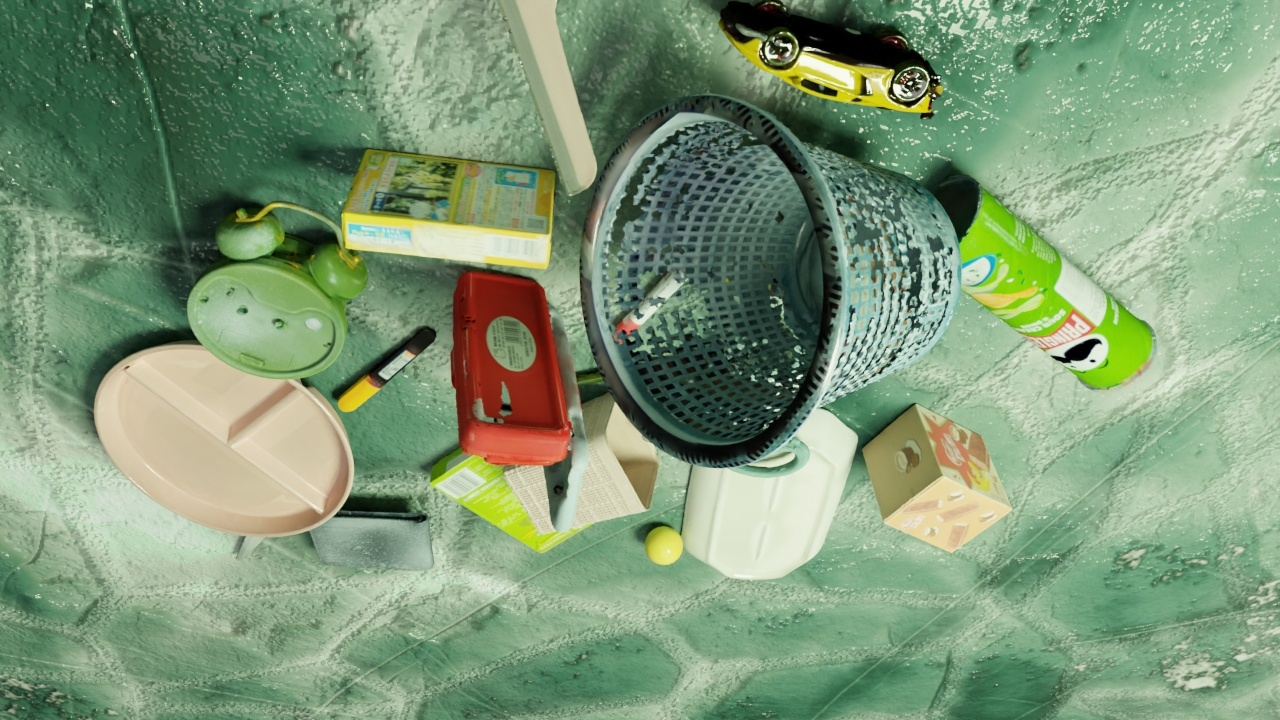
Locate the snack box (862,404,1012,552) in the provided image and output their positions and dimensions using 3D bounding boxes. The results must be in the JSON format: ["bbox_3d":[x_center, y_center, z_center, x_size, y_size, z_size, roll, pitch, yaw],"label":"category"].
[{"bbox_3d":[0.279,0.112,0.869,0.094,0.092,0.077,25,127,-23],"label":"snack box"}]

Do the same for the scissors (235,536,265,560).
[{"bbox_3d":[-0.354,0.146,0.920,0.233,0.021,0.221,11,131,-14],"label":"scissors"}]

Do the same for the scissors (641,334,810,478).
[{"bbox_3d":[0.089,0.035,0.810,0.170,0.019,0.181,20,122,-10],"label":"scissors"}]

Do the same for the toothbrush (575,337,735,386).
[{"bbox_3d":[-0.005,0.005,0.812,0.186,0.012,0.017,-12,126,8],"label":"toothbrush"}]

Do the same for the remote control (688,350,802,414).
[{"bbox_3d":[0.106,0.024,0.828,0.150,0.021,0.058,-14,132,9],"label":"remote control"}]

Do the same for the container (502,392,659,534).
[{"bbox_3d":[-0.054,0.095,0.834,0.111,0.090,0.090,-20,114,19],"label":"container"}]

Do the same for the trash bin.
[{"bbox_3d":[0.101,-0.055,0.621,0.194,0.226,0.227,-8,143,-41],"label":"trash bin"}]

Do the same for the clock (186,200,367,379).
[{"bbox_3d":[-0.279,-0.056,0.713,0.116,0.056,0.162,21,129,-22],"label":"clock"}]

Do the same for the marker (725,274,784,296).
[{"bbox_3d":[0.118,-0.059,0.756,0.124,0.015,0.018,4,136,-9],"label":"marker"}]

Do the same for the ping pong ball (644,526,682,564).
[{"bbox_3d":[0.025,0.196,0.971,0.040,0.040,0.040,-1,133,-2],"label":"ping pong ball"}]

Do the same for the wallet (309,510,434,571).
[{"bbox_3d":[-0.274,0.182,0.937,0.121,0.019,0.097,3,138,-5],"label":"wallet"}]

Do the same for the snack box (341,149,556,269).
[{"bbox_3d":[-0.132,-0.108,0.650,0.140,0.086,0.034,6,132,-9],"label":"snack box"}]

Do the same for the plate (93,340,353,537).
[{"bbox_3d":[-0.371,0.073,0.831,0.229,0.028,0.230,2,127,2],"label":"plate"}]

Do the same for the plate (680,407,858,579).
[{"bbox_3d":[0.129,0.148,0.935,0.162,0.034,0.266,3,133,-5],"label":"plate"}]

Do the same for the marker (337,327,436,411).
[{"bbox_3d":[-0.223,0.008,0.804,0.124,0.015,0.018,-35,127,23],"label":"marker"}]

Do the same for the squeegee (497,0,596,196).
[{"bbox_3d":[0.029,-0.256,0.540,0.249,0.040,0.248,-20,102,-1],"label":"squeegee"}]

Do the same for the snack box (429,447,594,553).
[{"bbox_3d":[-0.123,0.133,0.916,0.086,0.026,0.156,-33,126,25],"label":"snack box"}]

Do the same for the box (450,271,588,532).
[{"bbox_3d":[-0.096,0.028,0.697,0.102,0.201,0.101,7,125,-18],"label":"box"}]

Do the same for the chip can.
[{"bbox_3d":[0.314,-0.057,0.730,0.236,0.072,0.072,30,125,-26],"label":"chip can"}]

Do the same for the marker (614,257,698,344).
[{"bbox_3d":[0.019,-0.057,0.752,0.017,0.017,0.146,29,125,-26],"label":"marker"}]

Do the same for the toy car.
[{"bbox_3d":[0.122,-0.196,0.593,0.155,0.071,0.041,12,127,-10],"label":"toy car"}]
